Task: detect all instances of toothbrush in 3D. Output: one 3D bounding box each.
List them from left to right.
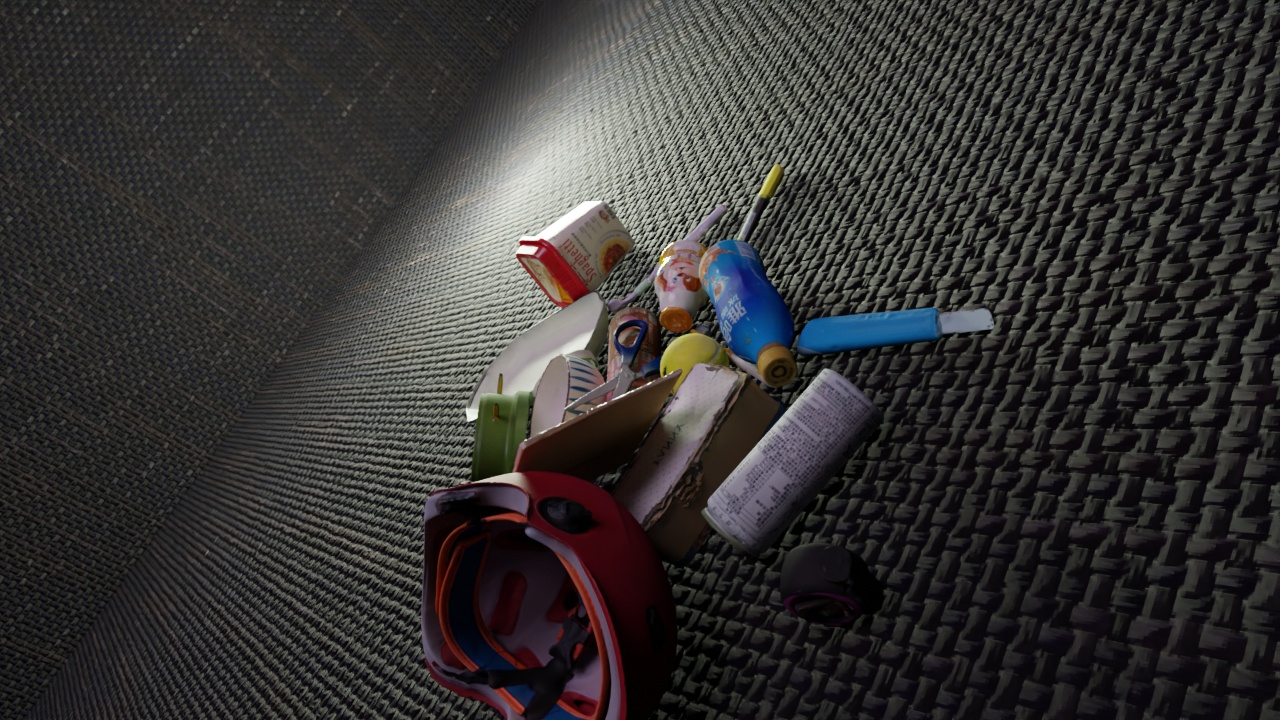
[{"bbox_3d":[0.034,-0.123,1.114,0.189,0.029,0.021,-41,68,15],"label":"toothbrush"},{"bbox_3d":[0.090,-0.007,0.879,0.018,0.016,0.191,-43,25,-4],"label":"toothbrush"}]

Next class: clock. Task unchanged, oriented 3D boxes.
[{"bbox_3d":[-0.160,0.105,1.040,0.116,0.056,0.161,-102,20,-70],"label":"clock"}]

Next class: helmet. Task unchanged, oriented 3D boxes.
[{"bbox_3d":[-0.053,0.182,0.697,0.240,0.143,0.207,22,117,38],"label":"helmet"}]

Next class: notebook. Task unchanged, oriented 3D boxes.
[{"bbox_3d":[-0.050,0.080,0.798,0.147,0.008,0.208,-24,-18,-24],"label":"notebook"}]

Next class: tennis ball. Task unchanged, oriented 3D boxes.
[{"bbox_3d":[0.051,0.007,0.862,0.066,0.065,0.065,-37,29,25],"label":"tennis ball"}]

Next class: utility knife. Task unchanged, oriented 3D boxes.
[{"bbox_3d":[0.197,-0.024,0.728,0.188,0.018,0.034,-5,62,55],"label":"utility knife"}]

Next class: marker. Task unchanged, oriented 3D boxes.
[{"bbox_3d":[0.131,-0.166,1.022,0.018,0.015,0.124,-2,57,58],"label":"marker"}]

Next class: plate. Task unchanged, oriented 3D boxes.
[{"bbox_3d":[-0.128,0.006,1.175,0.267,0.034,0.161,-26,31,41],"label":"plate"}]

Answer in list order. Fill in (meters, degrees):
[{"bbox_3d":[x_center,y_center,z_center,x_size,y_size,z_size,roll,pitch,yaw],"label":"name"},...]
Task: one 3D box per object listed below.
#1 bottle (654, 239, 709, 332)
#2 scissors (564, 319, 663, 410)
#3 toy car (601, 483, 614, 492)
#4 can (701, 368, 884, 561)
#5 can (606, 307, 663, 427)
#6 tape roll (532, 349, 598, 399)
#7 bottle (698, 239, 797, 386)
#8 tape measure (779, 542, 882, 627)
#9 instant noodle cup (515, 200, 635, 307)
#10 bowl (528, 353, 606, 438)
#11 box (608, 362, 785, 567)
[{"bbox_3d":[0.046,-0.079,0.988,0.063,0.063,0.108,-29,34,37],"label":"bottle"},{"bbox_3d":[-0.002,0.010,0.900,0.163,0.160,0.012,-101,13,-50],"label":"scissors"},{"bbox_3d":[-0.043,0.163,0.850,0.105,0.031,0.049,-57,28,-9],"label":"toy car"},{"bbox_3d":[0.113,0.077,0.685,0.147,0.058,0.058,-49,26,3],"label":"can"},{"bbox_3d":[-0.006,0.006,0.964,0.058,0.058,0.147,-37,29,25],"label":"can"},{"bbox_3d":[-0.086,0.022,1.052,0.086,0.085,0.014,-46,68,9],"label":"tape roll"},{"bbox_3d":[0.103,-0.043,0.845,0.065,0.065,0.218,-42,27,16],"label":"bottle"},{"bbox_3d":[0.119,0.146,0.589,0.058,0.057,0.039,-17,42,36],"label":"tape measure"},{"bbox_3d":[-0.084,-0.147,1.236,0.124,0.116,0.117,-45,24,-14],"label":"instant noodle cup"},{"bbox_3d":[-0.068,0.055,0.969,0.116,0.066,0.116,-167,91,-68],"label":"bowl"},{"bbox_3d":[0.047,0.080,0.787,0.184,0.061,0.090,-53,27,-10],"label":"box"}]
